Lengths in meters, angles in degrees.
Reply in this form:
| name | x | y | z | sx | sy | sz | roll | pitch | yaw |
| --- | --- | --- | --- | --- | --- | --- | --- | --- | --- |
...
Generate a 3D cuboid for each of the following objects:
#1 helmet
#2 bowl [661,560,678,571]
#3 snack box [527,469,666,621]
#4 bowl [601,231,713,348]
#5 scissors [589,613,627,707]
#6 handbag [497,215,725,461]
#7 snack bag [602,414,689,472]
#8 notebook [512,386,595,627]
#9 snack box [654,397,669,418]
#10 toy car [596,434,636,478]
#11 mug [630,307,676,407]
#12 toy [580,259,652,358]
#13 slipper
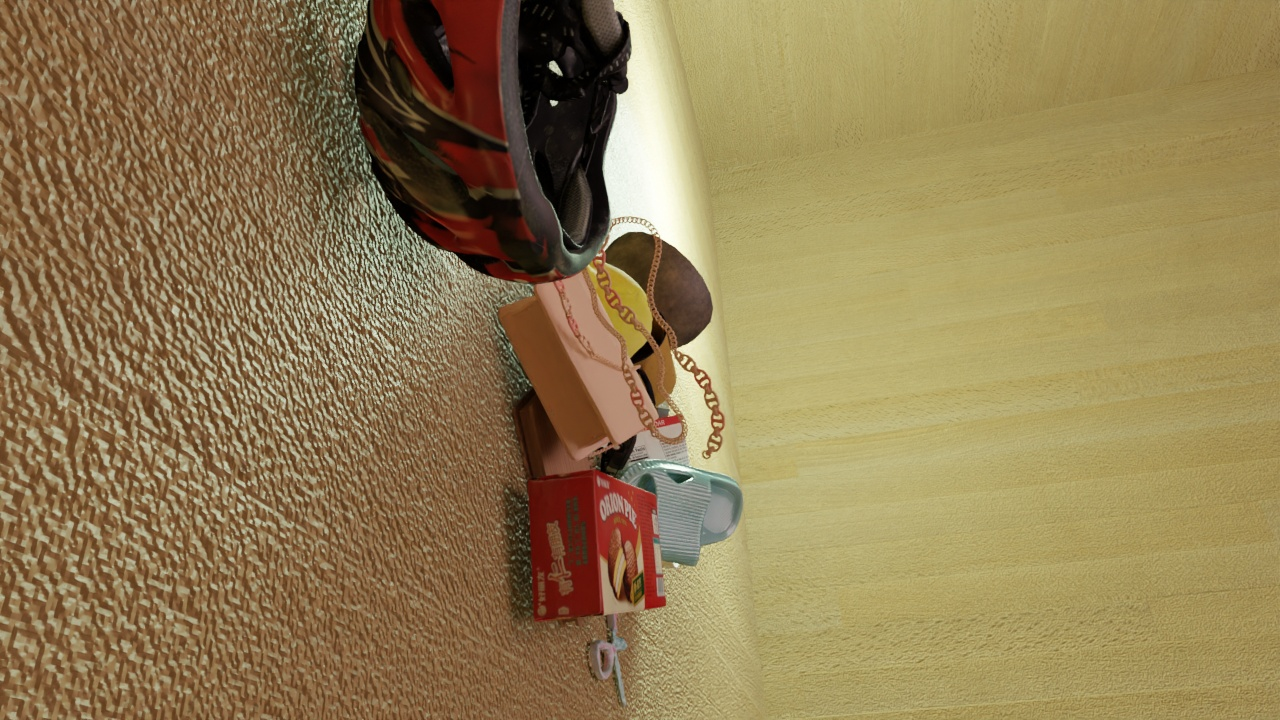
| name | x | y | z | sx | sy | sz | roll | pitch | yaw |
| --- | --- | --- | --- | --- | --- | --- | --- | --- | --- |
| helmet | -0.089 | -0.168 | 0.582 | 0.218 | 0.167 | 0.271 | 69 | 15 | -51 |
| bowl | 0.017 | 0.218 | 1.207 | 0.114 | 0.051 | 0.114 | -8 | 89 | -80 |
| snack box | -0.032 | 0.168 | 0.816 | 0.236 | 0.060 | 0.113 | 44 | 39 | -72 |
| bowl | 0.007 | -0.077 | 1.156 | 0.070 | 0.162 | 0.162 | -46 | 140 | -28 |
| scissors | -0.033 | 0.295 | 0.973 | 0.174 | 0.013 | 0.170 | -41 | 125 | -81 |
| handbag | -0.001 | -0.009 | 0.785 | 0.116 | 0.188 | 0.198 | -26 | 89 | -59 |
| snack bag | 0.014 | 0.147 | 1.126 | 0.130 | 0.039 | 0.144 | -10 | 93 | -37 |
| notebook | -0.069 | 0.120 | 0.879 | 0.169 | 0.022 | 0.210 | -60 | 141 | -74 |
| snack box | 0.015 | 0.060 | 1.255 | 0.185 | 0.031 | 0.101 | -88 | -173 | -62 |
| toy car | -0.024 | 0.101 | 1.037 | 0.040 | 0.037 | 0.093 | -90 | -160 | -46 |
| mug | -0.006 | 0.007 | 1.090 | 0.094 | 0.100 | 0.123 | 74 | -8 | -47 |
| toy | -0.055 | -0.065 | 0.944 | 0.207 | 0.092 | 0.133 | 43 | 37 | -43 |
| slipper | 0.056 | 0.180 | 1.086 | 0.275 | 0.070 | 0.116 | 13 | 87 | -51 |
